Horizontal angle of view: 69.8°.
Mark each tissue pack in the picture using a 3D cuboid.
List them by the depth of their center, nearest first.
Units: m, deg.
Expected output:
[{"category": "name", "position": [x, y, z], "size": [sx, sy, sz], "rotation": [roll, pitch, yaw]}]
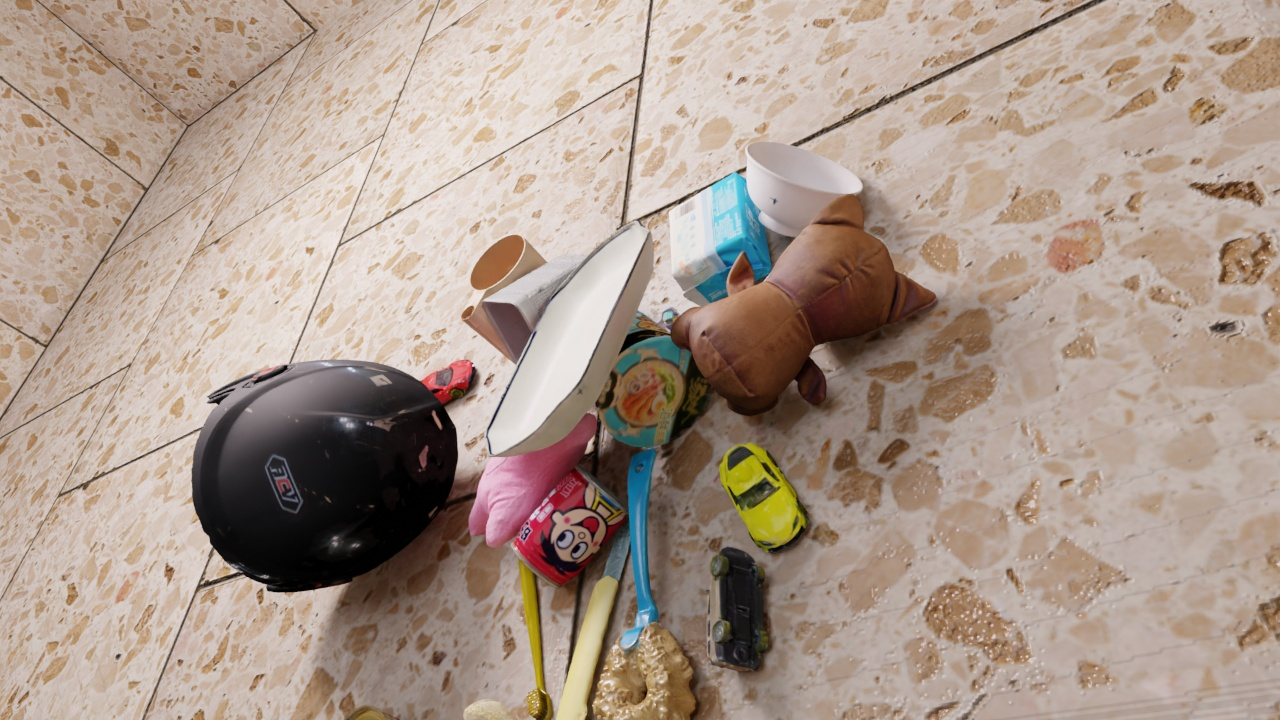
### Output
[{"category": "tissue pack", "position": [0.082, -0.123, 0.935], "size": [0.090, 0.063, 0.139], "rotation": [-27, 40, 25]}]

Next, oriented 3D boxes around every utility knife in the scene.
[{"category": "utility knife", "position": [-0.038, 0.224, 0.765], "size": [0.031, 0.021, 0.206], "rotation": [-9, 53, 33]}]

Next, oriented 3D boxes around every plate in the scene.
[{"category": "plate", "position": [-0.056, -0.018, 0.837], "size": [0.162, 0.034, 0.264], "rotation": [-28, 31, 46]}]

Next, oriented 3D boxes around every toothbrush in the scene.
[{"category": "toothbrush", "position": [-0.099, 0.232, 0.816], "size": [0.016, 0.016, 0.189], "rotation": [-33, 39, 14]}, {"category": "toothbrush", "position": [-0.038, -0.016, 0.987], "size": [0.190, 0.029, 0.021], "rotation": [-20, 4, 32]}]

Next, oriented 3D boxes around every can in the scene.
[{"category": "can", "position": [-0.215, 0.360, 0.780], "size": [0.074, 0.049, 0.148], "rotation": [-50, 37, -5]}, {"category": "can", "position": [-0.063, 0.149, 0.818], "size": [0.093, 0.066, 0.066], "rotation": [-48, 37, -4]}]

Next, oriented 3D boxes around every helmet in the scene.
[{"category": "helmet", "position": [-0.321, 0.111, 0.945], "size": [0.230, 0.233, 0.274], "rotation": [-18, 2, 10]}]

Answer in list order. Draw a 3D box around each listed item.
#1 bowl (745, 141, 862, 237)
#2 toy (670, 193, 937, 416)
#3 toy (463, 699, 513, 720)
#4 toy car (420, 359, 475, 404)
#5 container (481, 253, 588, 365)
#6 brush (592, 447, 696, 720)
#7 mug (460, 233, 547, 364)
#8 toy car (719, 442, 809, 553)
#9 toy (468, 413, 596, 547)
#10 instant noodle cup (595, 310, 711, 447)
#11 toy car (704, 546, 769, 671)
[{"category": "bowl", "position": [0.149, -0.160, 0.895], "size": [0.118, 0.118, 0.065], "rotation": [-115, 37, -51]}, {"category": "toy", "position": [0.135, -0.041, 0.777], "size": [0.199, 0.140, 0.130], "rotation": [-39, 2, 5]}, {"category": "toy", "position": [-0.091, 0.320, 0.686], "size": [0.105, 0.066, 0.157], "rotation": [-53, 44, -1]}, {"category": "toy car", "position": [-0.248, 0.033, 1.130], "size": [0.106, 0.031, 0.049], "rotation": [-27, 42, 19]}, {"category": "container", "position": [-0.091, -0.056, 0.992], "size": [0.114, 0.090, 0.090], "rotation": [-38, 25, -26]}, {"category": "brush", "position": [0.002, 0.181, 0.737], "size": [0.083, 0.046, 0.254], "rotation": [-25, 47, 30]}, {"category": "mug", "position": [-0.141, -0.067, 1.059], "size": [0.084, 0.103, 0.124], "rotation": [-1, 55, 43]}, {"category": "toy car", "position": [0.096, 0.107, 0.738], "size": [0.048, 0.032, 0.105], "rotation": [-38, 39, 9]}, {"category": "toy", "position": [-0.109, 0.101, 0.899], "size": [0.195, 0.074, 0.178], "rotation": [-52, 16, 8]}, {"category": "instant noodle cup", "position": [-0.005, 0.005, 0.873], "size": [0.111, 0.111, 0.120], "rotation": [-42, 31, 4]}, {"category": "toy car", "position": [0.068, 0.184, 0.682], "size": [0.035, 0.042, 0.090], "rotation": [-39, 38, 46]}]
